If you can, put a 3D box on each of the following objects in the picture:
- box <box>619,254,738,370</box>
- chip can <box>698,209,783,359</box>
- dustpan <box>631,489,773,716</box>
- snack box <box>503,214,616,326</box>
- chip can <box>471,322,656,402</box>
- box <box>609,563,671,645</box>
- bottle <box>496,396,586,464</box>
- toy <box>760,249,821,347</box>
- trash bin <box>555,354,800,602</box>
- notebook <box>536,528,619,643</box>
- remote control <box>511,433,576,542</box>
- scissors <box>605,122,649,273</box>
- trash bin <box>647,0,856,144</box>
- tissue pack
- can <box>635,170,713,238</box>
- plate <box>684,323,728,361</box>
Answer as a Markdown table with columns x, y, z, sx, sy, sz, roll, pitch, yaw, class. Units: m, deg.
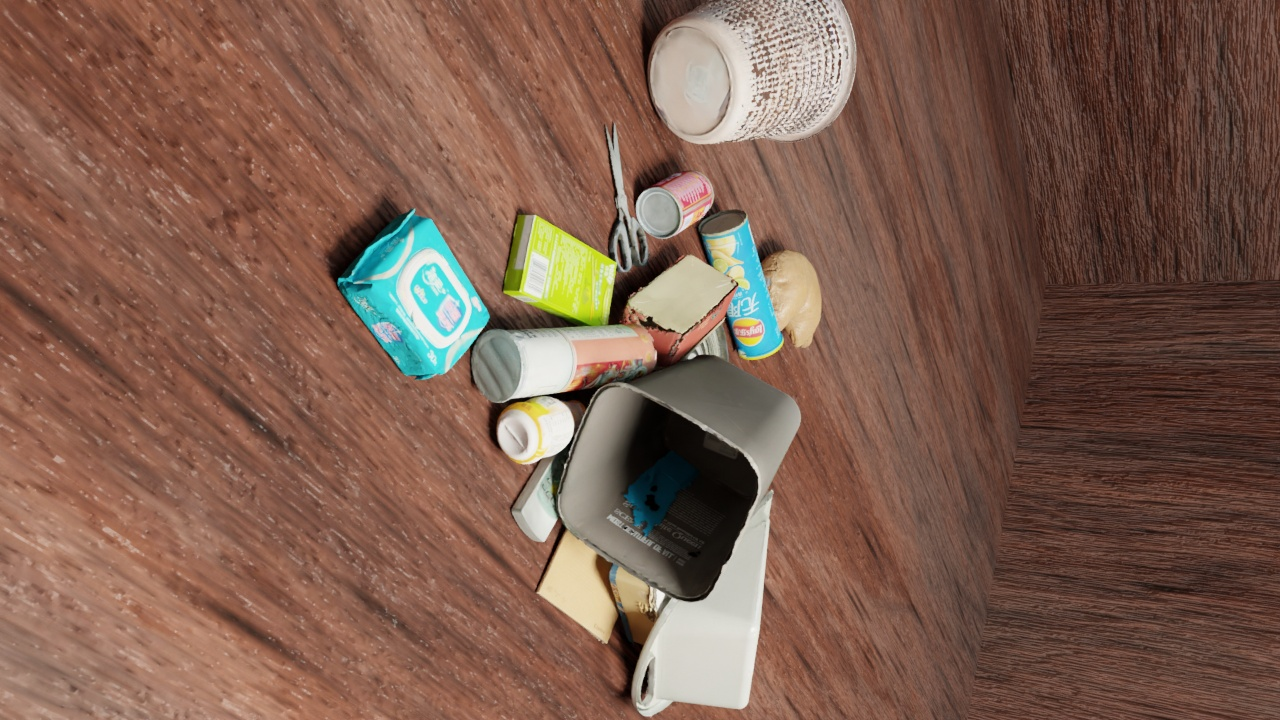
| x | y | z | sx | sy | sz | roll | pitch | yaw | class |
| --- | --- | --- | --- | --- | --- | --- | --- | --- | --- |
| 0.046 | -0.067 | 1.116 | 0.167 | 0.091 | 0.080 | -42 | 159 | -48 | box |
| 0.143 | -0.105 | 1.299 | 0.071 | 0.071 | 0.210 | -53 | 132 | -41 | chip can |
| 0.079 | 0.318 | 1.146 | 0.257 | 0.143 | 0.223 | -75 | 169 | -52 | dustpan |
| -0.083 | -0.091 | 0.993 | 0.156 | 0.026 | 0.085 | 23 | 73 | -55 | snack box |
| -0.073 | -0.002 | 0.957 | 0.214 | 0.071 | 0.071 | -6 | 97 | -52 | chip can |
| 0.017 | 0.279 | 1.105 | 0.089 | 0.061 | 0.184 | -55 | 151 | -38 | box |
| -0.098 | 0.067 | 0.946 | 0.108 | 0.063 | 0.063 | -15 | 104 | -58 | bottle |
| 0.246 | -0.094 | 1.457 | 0.226 | 0.083 | 0.143 | 29 | 72 | -57 | toy |
| 0.056 | 0.109 | 1.008 | 0.219 | 0.199 | 0.199 | -30 | 146 | -59 | trash bin |
| -0.038 | 0.206 | 1.080 | 0.149 | 0.012 | 0.211 | 51 | 55 | -43 | notebook |
| -0.092 | 0.129 | 0.997 | 0.134 | 0.019 | 0.056 | -60 | 138 | -36 | remote control |
| -0.025 | -0.188 | 1.090 | 0.172 | 0.014 | 0.146 | 56 | 46 | -42 | scissors |
| 0.124 | -0.366 | 1.151 | 0.191 | 0.228 | 0.228 | -30 | 117 | -39 | trash bin |
| -0.196 | -0.056 | 0.801 | 0.093 | 0.050 | 0.133 | -60 | 137 | -34 | tissue pack |
| 0.045 | -0.197 | 1.147 | 0.093 | 0.067 | 0.066 | -39 | 123 | -49 | can |
| 0.069 | 0.005 | 1.235 | 0.179 | 0.024 | 0.179 | -2 | 92 | -58 | plate |
